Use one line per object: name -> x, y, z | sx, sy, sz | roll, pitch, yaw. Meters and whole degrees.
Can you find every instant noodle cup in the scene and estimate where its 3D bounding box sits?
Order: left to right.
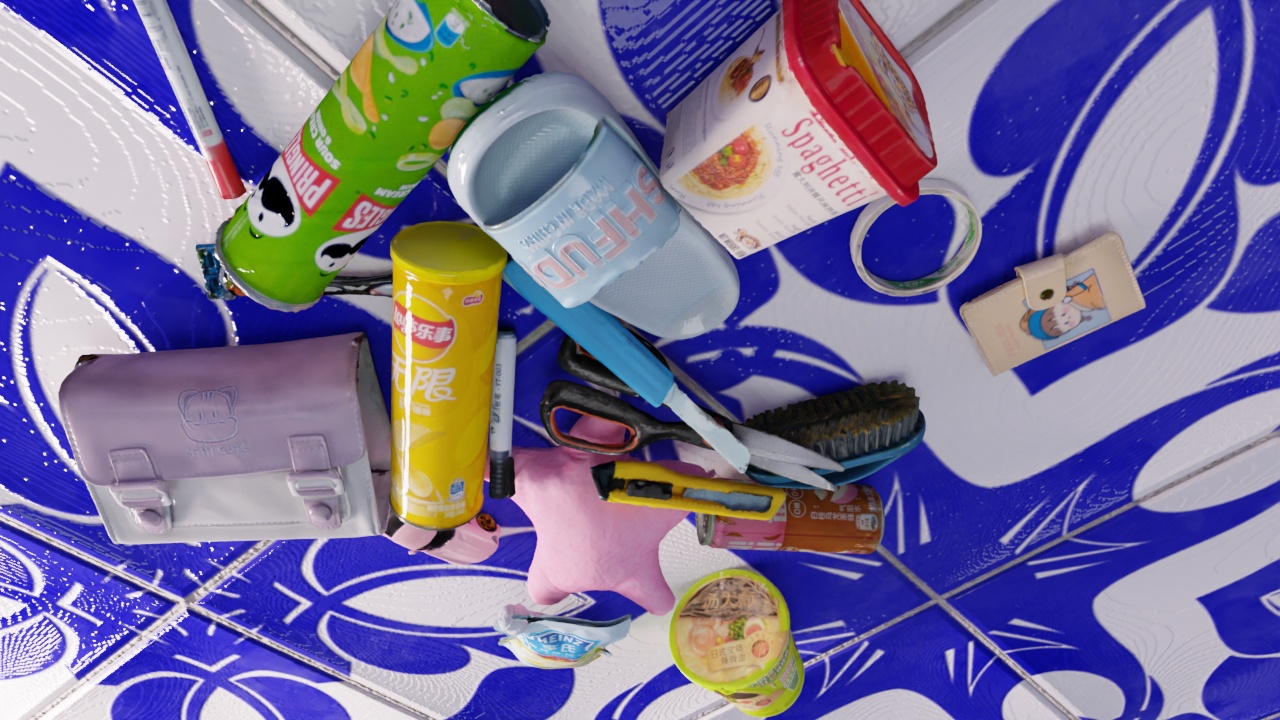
instant noodle cup -> 0.100, 0.272, 0.850 | 0.112, 0.111, 0.123 | -20, 135, 12
instant noodle cup -> 0.083, -0.129, 0.514 | 0.124, 0.116, 0.116 | -30, 127, 33

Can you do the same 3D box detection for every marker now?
marker -> -0.258, -0.158, 0.519 | 0.017, 0.017, 0.145 | -6, 130, 1
marker -> -0.099, 0.039, 0.664 | 0.023, 0.018, 0.131 | 9, 108, 13

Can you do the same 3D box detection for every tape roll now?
tape roll -> 0.184, -0.081, 0.616 | 0.086, 0.013, 0.086 | -2, 130, -2

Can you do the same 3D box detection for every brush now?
brush -> 0.148, 0.066, 0.708 | 0.144, 0.055, 0.073 | -15, 128, 7

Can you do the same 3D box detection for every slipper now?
slipper -> -0.016, -0.069, 0.548 | 0.104, 0.074, 0.245 | -32, 141, 20

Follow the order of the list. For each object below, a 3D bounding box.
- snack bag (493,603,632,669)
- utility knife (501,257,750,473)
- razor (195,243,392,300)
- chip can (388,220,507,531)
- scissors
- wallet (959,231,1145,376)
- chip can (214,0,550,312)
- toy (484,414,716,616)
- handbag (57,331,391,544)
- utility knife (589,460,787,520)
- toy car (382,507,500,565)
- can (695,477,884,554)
snack bag -> -0.071, 0.241, 0.801 | 0.110, 0.038, 0.191 | 12, 155, -2
utility knife -> -0.004, 0.004, 0.631 | 0.225, 0.018, 0.034 | 42, 109, -12
razor -> -0.218, -0.051, 0.608 | 0.142, 0.022, 0.043 | 3, 131, -7
chip can -> -0.135, 0.015, 0.623 | 0.072, 0.072, 0.214 | 6, 123, -9
scissors -> 0.045, 0.034, 0.657 | 0.234, 0.021, 0.152 | -2, 101, -1
wallet -> 0.292, -0.041, 0.653 | 0.115, 0.024, 0.087 | -27, 132, 19
chip can -> -0.149, -0.123, 0.511 | 0.072, 0.072, 0.237 | 34, 123, -28
toy -> -0.023, 0.124, 0.719 | 0.179, 0.074, 0.195 | -17, 110, 10
handbag -> -0.283, 0.058, 0.651 | 0.197, 0.098, 0.145 | -3, 124, -3
utility knife -> 0.038, 0.097, 0.680 | 0.156, 0.015, 0.033 | 9, 98, -14
toy car -> -0.173, 0.138, 0.759 | 0.122, 0.037, 0.056 | 32, 122, -28
can -> 0.122, 0.128, 0.757 | 0.147, 0.057, 0.058 | 3, 129, -7
